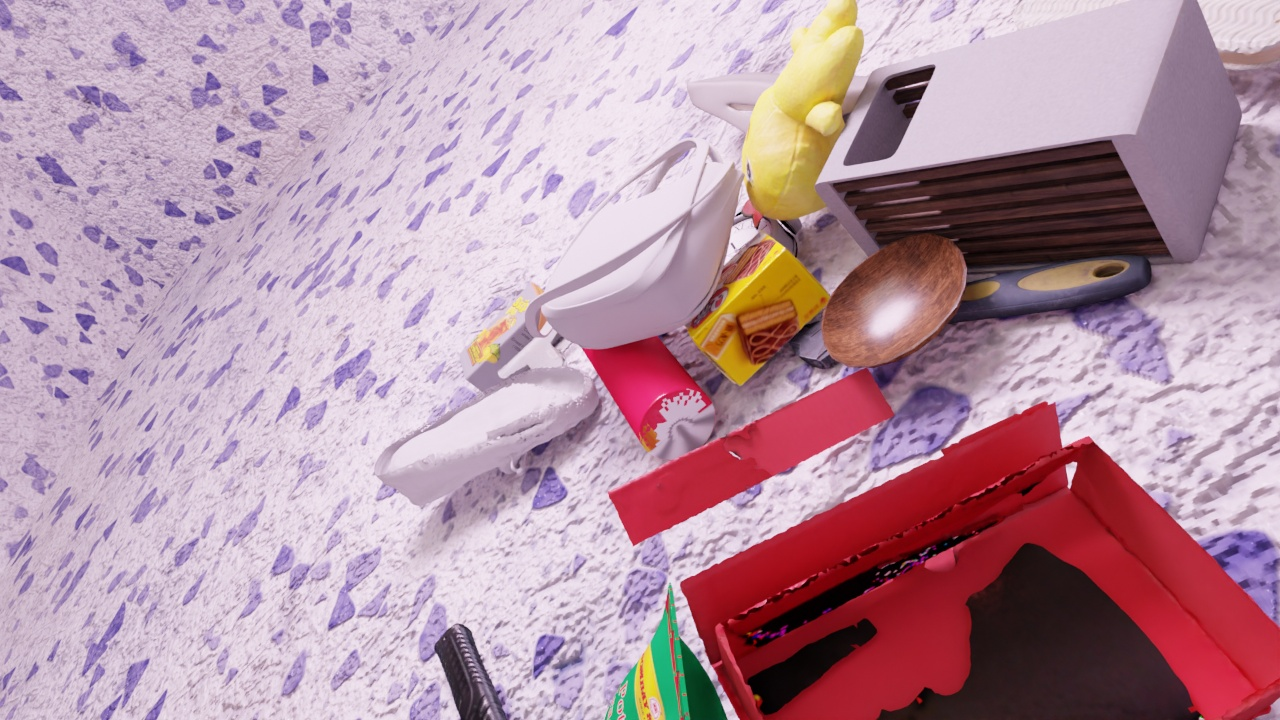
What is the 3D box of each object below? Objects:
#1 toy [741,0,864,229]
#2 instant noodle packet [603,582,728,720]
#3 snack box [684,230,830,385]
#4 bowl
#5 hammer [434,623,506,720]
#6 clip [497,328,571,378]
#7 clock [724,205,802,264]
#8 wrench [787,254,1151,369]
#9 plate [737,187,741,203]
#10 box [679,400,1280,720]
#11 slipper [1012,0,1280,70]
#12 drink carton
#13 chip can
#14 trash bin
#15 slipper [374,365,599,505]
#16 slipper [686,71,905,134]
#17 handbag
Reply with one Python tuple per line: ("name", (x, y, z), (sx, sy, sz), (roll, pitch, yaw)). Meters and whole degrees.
("toy", (0.136, -0.196, 0.758), (0.092, 0.208, 0.133), (6, 53, -1))
("instant noodle packet", (0.013, 0.263, 0.436), (0.090, 0.253, 0.195), (0, 40, -6))
("snack box", (0.091, -0.045, 0.766), (0.106, 0.061, 0.083), (-44, 18, 9))
("bowl", (0.184, -0.037, 0.654), (0.114, 0.026, 0.101), (-37, 38, 25))
("hammer", (-0.102, 0.300, 0.682), (0.130, 0.032, 0.319), (-50, 32, -1))
("clip", (-0.103, -0.002, 1.002), (0.102, 0.052, 0.057), (-42, 4, 11))
("clock", (0.102, -0.104, 0.853), (0.095, 0.035, 0.122), (13, 67, 54))
("wrench", (0.217, -0.038, 0.660), (0.274, 0.022, 0.073), (-9, 49, 46))
("plate", (0.051, -0.159, 0.993), (0.135, 0.011, 0.134), (-31, 37, 26))
("box", (0.142, 0.103, 0.379), (0.213, 0.153, 0.164), (-23, 55, -10))
("slipper", (0.379, -0.250, 0.662), (0.115, 0.052, 0.263), (-43, 29, 6))
("drink carton", (-0.144, -0.022, 1.047), (0.125, 0.048, 0.076), (-44, 32, 8))
("chip can", (-0.005, 0.005, 0.836), (0.069, 0.069, 0.220), (-45, 33, 6))
("trash bin", (0.258, -0.142, 0.633), (0.229, 0.114, 0.114), (2, 58, 51))
("slipper", (-0.151, 0.080, 0.925), (0.247, 0.074, 0.112), (-26, 44, 15))
("slipper", (0.145, -0.240, 0.910), (0.112, 0.081, 0.266), (-17, 25, -34))
("handbag", (-0.003, -0.120, 0.818), (0.216, 0.095, 0.222), (-14, 45, 43))
